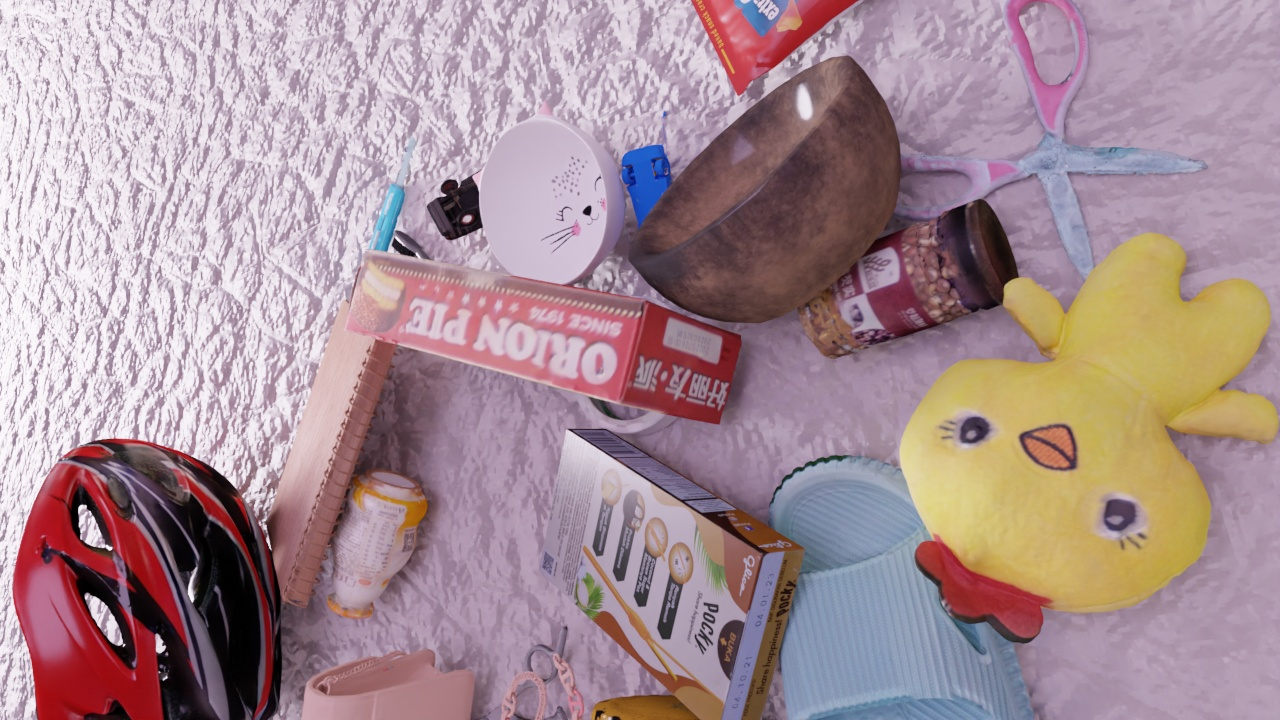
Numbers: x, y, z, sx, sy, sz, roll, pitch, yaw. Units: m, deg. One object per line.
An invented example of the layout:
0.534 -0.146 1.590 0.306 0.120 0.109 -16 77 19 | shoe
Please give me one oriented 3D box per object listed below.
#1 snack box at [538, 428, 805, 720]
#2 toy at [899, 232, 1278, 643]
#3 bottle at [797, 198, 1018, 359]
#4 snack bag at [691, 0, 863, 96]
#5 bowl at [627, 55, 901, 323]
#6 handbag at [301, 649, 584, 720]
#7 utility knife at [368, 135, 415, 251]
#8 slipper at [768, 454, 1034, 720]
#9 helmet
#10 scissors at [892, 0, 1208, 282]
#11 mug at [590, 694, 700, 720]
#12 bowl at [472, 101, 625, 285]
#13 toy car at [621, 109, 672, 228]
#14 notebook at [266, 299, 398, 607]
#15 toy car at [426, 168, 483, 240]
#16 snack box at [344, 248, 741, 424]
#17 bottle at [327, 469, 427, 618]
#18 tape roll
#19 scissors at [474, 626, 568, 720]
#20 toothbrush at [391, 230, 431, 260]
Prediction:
0.008 0.118 0.539 0.186 0.031 0.101 25 108 50 | snack box
0.207 0.034 0.431 0.134 0.092 0.207 36 93 27 | toy
0.143 -0.042 0.498 0.105 0.056 0.056 -20 71 35 | bottle
0.097 -0.259 0.582 0.144 0.039 0.130 -32 66 25 | snack bag
0.074 -0.086 0.512 0.162 0.070 0.162 -40 19 16 | bowl
-0.137 0.279 0.583 0.187 0.116 0.199 12 95 38 | handbag
-0.217 -0.122 0.787 0.022 0.015 0.148 14 87 32 | utility knife
0.138 0.174 0.463 0.116 0.069 0.276 -28 68 24 | slipper
-0.383 0.187 0.732 0.167 0.217 0.272 -17 80 -3 | helmet
0.203 -0.115 0.503 0.175 0.013 0.170 -18 76 29 | scissors
0.023 0.239 0.501 0.124 0.100 0.094 -16 68 61 | mug
-0.054 -0.110 0.642 0.115 0.050 0.115 8 104 34 | bowl
0.017 -0.122 0.630 0.033 0.061 0.092 -7 107 30 | toy car
-0.247 0.066 0.726 0.169 0.022 0.210 27 98 61 | notebook
-0.114 -0.125 0.696 0.092 0.037 0.040 -31 62 -2 | toy car
-0.067 -0.018 0.583 0.237 0.113 0.060 14 90 35 | snack box
-0.206 0.141 0.702 0.063 0.063 0.109 22 95 35 | bottle
-0.004 0.004 0.617 0.094 0.018 0.093 -7 78 33 | tape roll
-0.100 0.239 0.640 0.160 0.014 0.120 -6 89 31 | scissors
-0.153 -0.061 0.733 0.167 0.012 0.013 38 111 33 | toothbrush
